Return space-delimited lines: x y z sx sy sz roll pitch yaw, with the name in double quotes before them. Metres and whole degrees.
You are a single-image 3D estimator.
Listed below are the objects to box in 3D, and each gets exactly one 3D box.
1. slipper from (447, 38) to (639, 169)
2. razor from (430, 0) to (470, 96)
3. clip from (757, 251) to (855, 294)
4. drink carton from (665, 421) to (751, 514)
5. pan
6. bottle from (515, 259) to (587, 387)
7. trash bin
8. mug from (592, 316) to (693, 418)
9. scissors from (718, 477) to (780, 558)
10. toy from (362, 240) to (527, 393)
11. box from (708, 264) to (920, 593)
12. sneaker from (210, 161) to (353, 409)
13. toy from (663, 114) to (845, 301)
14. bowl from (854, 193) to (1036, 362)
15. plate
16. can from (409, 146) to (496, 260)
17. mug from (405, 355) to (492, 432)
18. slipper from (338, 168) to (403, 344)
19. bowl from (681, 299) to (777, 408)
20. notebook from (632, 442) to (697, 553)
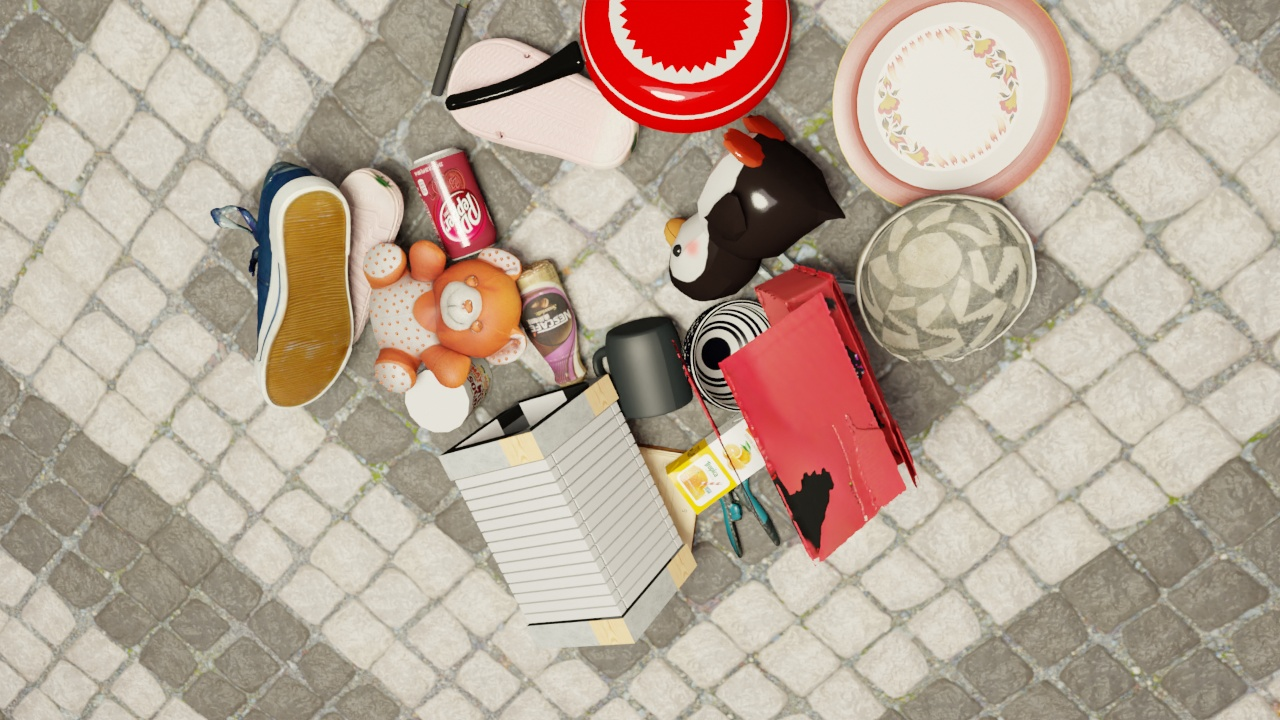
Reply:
"slipper" -0.103 -0.270 0.973 0.222 0.055 0.107 23 108 11
"razor" -0.197 -0.351 0.979 0.043 0.022 0.144 25 109 2
"clip" 0.218 -0.071 1.000 0.159 0.030 0.174 -27 103 14
"drink carton" 0.096 0.114 1.055 0.122 0.040 0.058 -37 97 3
"pan" -0.027 -0.310 0.904 0.356 0.067 0.209 -15 84 1
"bottle" -0.098 -0.029 1.045 0.060 0.059 0.166 -17 106 13
"trash bin" -0.075 0.169 1.010 0.143 0.142 0.247 -17 103 37
"mug" -0.006 0.006 1.037 0.122 0.085 0.094 -1 109 40
"scissors" 0.116 0.174 1.096 0.123 0.019 0.149 16 107 4
"toy" -0.210 -0.051 0.985 0.172 0.092 0.163 -6 90 10
"box" 0.180 0.037 0.861 0.121 0.317 0.211 -21 105 21
"sneaker" -0.393 -0.084 1.014 0.127 0.120 0.295 42 130 37
"toy" 0.105 -0.131 0.944 0.140 0.158 0.185 39 126 2
"bowl" 0.304 -0.093 0.947 0.178 0.081 0.179 0 115 -1
"plate" 0.310 -0.265 0.926 0.230 0.021 0.230 3 108 8
"can" -0.206 -0.173 1.015 0.063 0.063 0.114 -17 104 13
"mug" -0.235 0.027 1.068 0.105 0.089 0.074 23 109 1
"slipper" -0.326 -0.119 1.051 0.094 0.064 0.240 34 122 1
"bowl" 0.096 -0.006 1.011 0.120 0.066 0.120 -1 94 -22
"notebook" -0.043 0.177 1.120 0.225 0.024 0.167 9 107 6
